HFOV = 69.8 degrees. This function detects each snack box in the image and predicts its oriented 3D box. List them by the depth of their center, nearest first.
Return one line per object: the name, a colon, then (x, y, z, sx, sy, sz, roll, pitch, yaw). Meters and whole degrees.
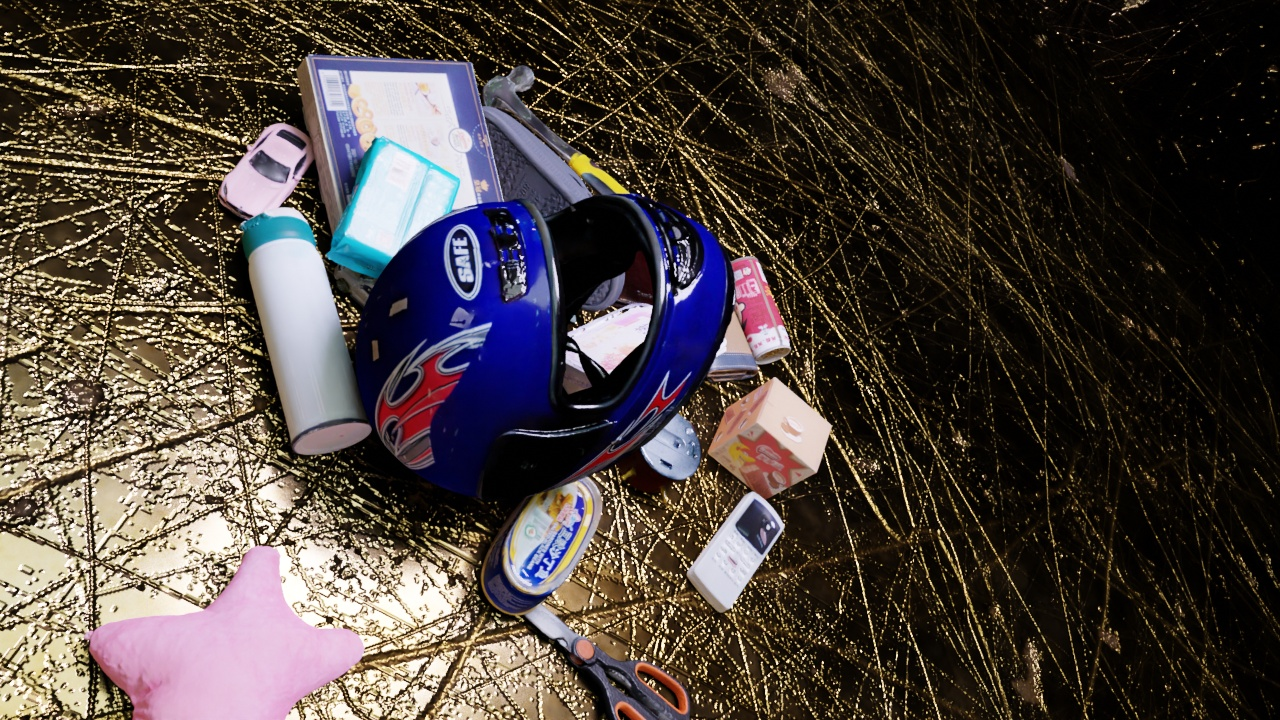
snack box: (-0.243, -0.219, 0.947, 0.182, 0.046, 0.178, -11, 87, -38)
snack box: (0.149, 0.091, 1.059, 0.093, 0.095, 0.076, 40, 47, -11)

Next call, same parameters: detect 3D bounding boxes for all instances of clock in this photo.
clock: (0.021, 0.089, 0.991, 0.082, 0.055, 0.121, 30, 48, -17)

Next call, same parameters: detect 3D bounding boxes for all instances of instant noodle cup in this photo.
instant noodle cup: (-0.006, 0.006, 0.988, 0.138, 0.060, 0.173, 25, 33, 31)

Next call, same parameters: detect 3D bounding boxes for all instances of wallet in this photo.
wallet: (-0.011, -0.116, 1.122, 0.096, 0.020, 0.122, 10, 60, -33)
wallet: (0.095, -0.031, 1.140, 0.090, 0.033, 0.115, -1, 63, -41)

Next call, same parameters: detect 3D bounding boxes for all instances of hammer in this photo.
hammer: (-0.066, -0.230, 1.119, 0.323, 0.032, 0.125, 41, 48, 0)

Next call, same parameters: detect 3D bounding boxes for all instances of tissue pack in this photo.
tissue pack: (-0.233, -0.138, 0.876, 0.093, 0.050, 0.133, 26, 67, -29)

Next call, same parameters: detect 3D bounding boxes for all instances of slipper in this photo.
slipper: (-0.097, -0.180, 1.035, 0.268, 0.111, 0.083, 51, 41, 6)

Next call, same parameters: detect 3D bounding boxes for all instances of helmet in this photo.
helmet: (-0.103, -0.022, 0.777, 0.240, 0.316, 0.247, 13, 47, -42)

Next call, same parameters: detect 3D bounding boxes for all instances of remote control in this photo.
remote control: (0.108, 0.207, 1.007, 0.058, 0.021, 0.149, 48, 46, -2)

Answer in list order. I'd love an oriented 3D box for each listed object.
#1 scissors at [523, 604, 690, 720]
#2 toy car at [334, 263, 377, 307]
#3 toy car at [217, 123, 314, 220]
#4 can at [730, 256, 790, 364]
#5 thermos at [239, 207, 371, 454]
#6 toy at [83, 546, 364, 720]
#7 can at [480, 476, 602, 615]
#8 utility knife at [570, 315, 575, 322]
scissors: (-0.041, 0.273, 0.860, 0.142, 0.022, 0.235, -18, 68, -51)
toy car: (-0.255, -0.069, 0.894, 0.090, 0.035, 0.042, 42, 44, -5)
toy car: (-0.357, -0.184, 0.887, 0.056, 0.037, 0.122, 30, 50, -17)
can: (0.149, -0.064, 1.186, 0.053, 0.053, 0.132, -2, 65, -38)
thermos: (-0.300, -0.031, 0.815, 0.073, 0.073, 0.224, -6, 67, -40)
toy: (-0.301, 0.218, 0.653, 0.178, 0.075, 0.194, 26, 46, -9)
can: (-0.090, 0.166, 0.854, 0.074, 0.049, 0.147, 39, 42, -5)
utility knife: (-0.155, -0.084, 0.973, 0.223, 0.013, 0.029, 21, 47, -37)
